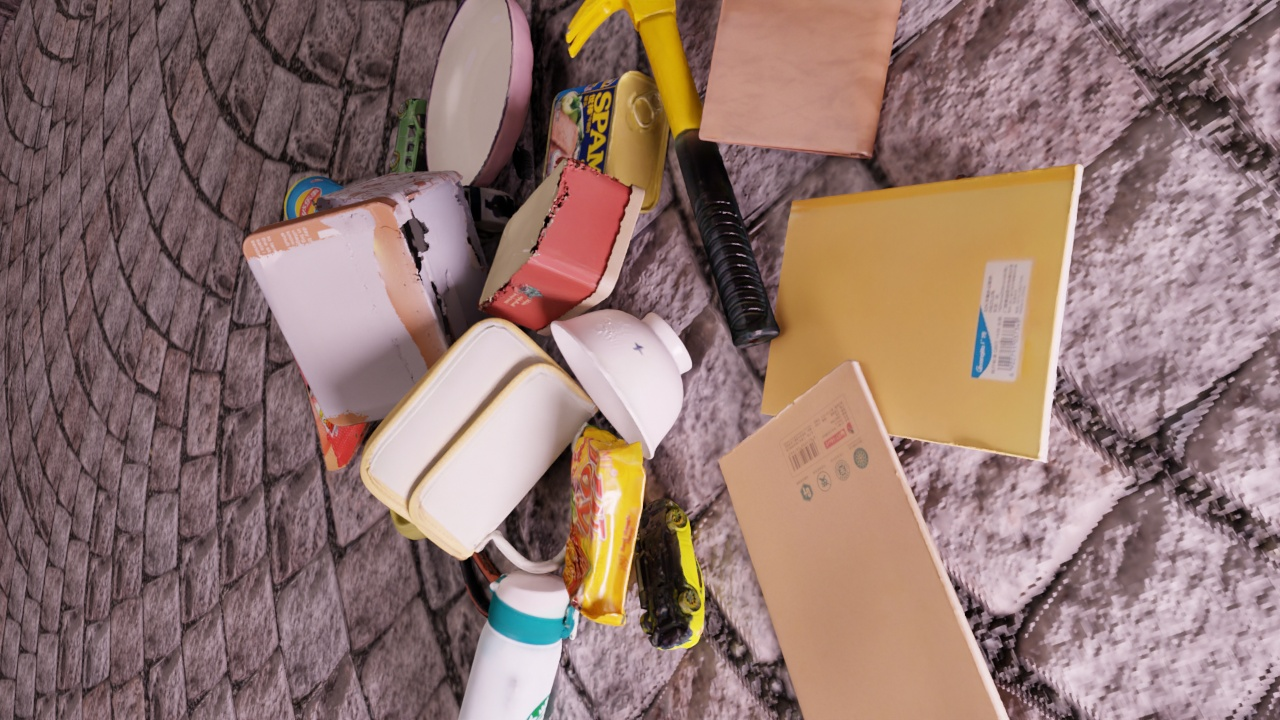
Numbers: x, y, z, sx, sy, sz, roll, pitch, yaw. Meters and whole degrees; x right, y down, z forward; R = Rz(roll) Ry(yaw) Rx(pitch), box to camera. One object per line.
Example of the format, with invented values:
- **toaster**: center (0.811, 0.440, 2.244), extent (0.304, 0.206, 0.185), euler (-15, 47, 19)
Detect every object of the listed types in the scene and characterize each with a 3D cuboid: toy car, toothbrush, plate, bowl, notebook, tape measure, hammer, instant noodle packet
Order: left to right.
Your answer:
- **toy car**: center (-0.221, -0.216, 0.917), extent (0.036, 0.043, 0.091), euler (5, 89, 47)
- **tape measure**: center (-0.143, -0.127, 0.812), extent (0.066, 0.066, 0.033), euler (-18, 73, 57)
- **plate**: center (-0.143, -0.239, 0.831), extent (0.193, 0.039, 0.192), euler (-14, 73, 54)
- **toothbrush**: center (-0.117, -0.247, 0.844), extent (0.014, 0.016, 0.189), euler (-33, 59, 46)
- **instant noodle packet**: center (-0.028, 0.113, 0.655), extent (0.111, 0.044, 0.128), euler (-164, 82, -74)
- **bowl**: center (-0.004, 0.004, 0.650), extent (0.064, 0.118, 0.118), euler (-36, 50, -12)
- **toy car**: center (0.022, 0.147, 0.637), extent (0.048, 0.032, 0.105), euler (-40, 47, 37)
- **hammer**: center (0.036, -0.151, 0.631), extent (0.129, 0.033, 0.300), euler (-16, 74, -1)
- **notebook**: center (0.116, 0.124, 0.539), extent (0.148, 0.008, 0.207), euler (-47, 53, 48)
- **notebook**: center (0.146, -0.029, 0.523), extent (0.207, 0.010, 0.146), euler (6, 88, 58)

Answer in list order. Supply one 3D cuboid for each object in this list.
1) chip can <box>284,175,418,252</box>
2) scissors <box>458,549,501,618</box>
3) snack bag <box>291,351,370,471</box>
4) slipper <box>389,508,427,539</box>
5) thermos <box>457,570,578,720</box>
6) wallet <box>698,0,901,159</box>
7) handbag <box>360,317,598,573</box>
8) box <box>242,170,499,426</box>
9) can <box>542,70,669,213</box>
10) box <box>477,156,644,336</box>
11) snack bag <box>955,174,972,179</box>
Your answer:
- **chip can**: center (-0.297, -0.139, 0.960), extent (0.210, 0.071, 0.071), euler (27, 103, 43)
- **scissors**: center (-0.156, 0.139, 0.823), extent (0.226, 0.015, 0.188), euler (-21, 70, 41)
- **snack bag**: center (-0.336, 0.000, 0.988), extent (0.129, 0.073, 0.207), euler (-47, 60, 34)
- **slipper**: center (-0.178, 0.096, 0.784), extent (0.191, 0.081, 0.091), euler (-38, 57, 38)
- **thermos**: center (-0.105, 0.275, 0.719), extent (0.073, 0.073, 0.224), euler (22, 99, 44)
- **wallet**: center (0.100, -0.185, 0.588), extent (0.115, 0.020, 0.101), euler (12, 92, 20)
- **handbag**: center (-0.103, 0.076, 0.702), extent (0.163, 0.178, 0.063), euler (-49, 9, -7)
- **box**: center (-0.215, -0.046, 0.756), extent (0.150, 0.165, 0.182), euler (12, 123, 48)
- **can**: center (-0.028, -0.165, 0.714), extent (0.083, 0.057, 0.102), euler (6, 88, 47)
- **box**: center (-0.070, -0.083, 0.675), extent (0.169, 0.078, 0.091), euler (-22, 48, 66)
- **snack bag**: center (0.180, -0.051, 0.515), extent (0.048, 0.026, 0.104), euler (28, 103, 39)
